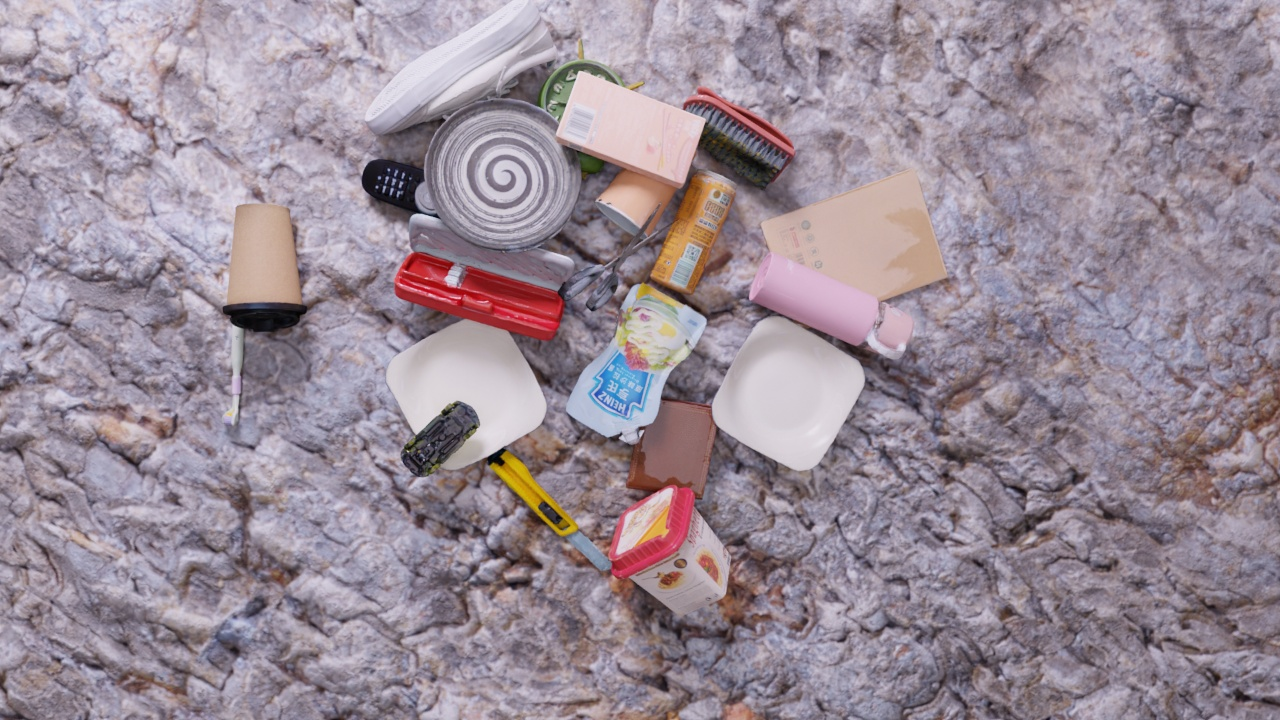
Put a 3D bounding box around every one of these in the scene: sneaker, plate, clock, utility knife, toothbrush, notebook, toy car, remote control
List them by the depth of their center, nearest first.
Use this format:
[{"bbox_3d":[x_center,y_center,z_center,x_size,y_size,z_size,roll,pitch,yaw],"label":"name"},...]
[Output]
[{"bbox_3d":[-0.157,-0.211,1.058,0.179,0.024,0.179,1,87,-9],"label":"plate"},{"bbox_3d":[-0.207,-0.323,1.081,0.242,0.089,0.091,-29,128,11],"label":"sneaker"},{"bbox_3d":[-0.076,-0.289,1.100,0.116,0.056,0.161,32,93,-5],"label":"clock"},{"bbox_3d":[-0.240,0.094,1.102,0.105,0.032,0.048,-45,96,-10],"label":"toy car"},{"bbox_3d":[-0.268,-0.205,1.111,0.136,0.024,0.053,18,92,-6],"label":"remote control"},{"bbox_3d":[-0.493,-0.015,1.117,0.020,0.029,0.189,2,95,-46],"label":"toothbrush"},{"bbox_3d":[-0.212,0.038,1.131,0.163,0.034,0.164,-28,96,-1],"label":"plate"},{"bbox_3d":[0.182,0.041,1.155,0.164,0.034,0.163,30,91,-8],"label":"plate"},{"bbox_3d":[0.271,-0.139,1.160,0.207,0.008,0.148,-20,97,-2],"label":"notebook"},{"bbox_3d":[-0.112,0.190,1.161,0.033,0.015,0.223,-44,97,3],"label":"utility knife"}]

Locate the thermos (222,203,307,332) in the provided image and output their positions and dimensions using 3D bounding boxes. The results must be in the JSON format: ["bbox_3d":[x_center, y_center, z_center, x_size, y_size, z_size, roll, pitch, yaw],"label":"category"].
[{"bbox_3d":[-0.443,-0.108,1.081,0.093,0.093,0.143,-3,87,-4],"label":"thermos"}]

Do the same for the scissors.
[{"bbox_3d":[-0.028,-0.117,1.081,0.159,0.182,0.014,-25,67,-41],"label":"scissors"}]

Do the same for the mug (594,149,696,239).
[{"bbox_3d":[0.010,-0.217,1.106,0.078,0.078,0.122,34,87,-6],"label":"mug"}]

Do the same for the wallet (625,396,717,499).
[{"bbox_3d":[0.040,0.109,1.157,0.101,0.032,0.124,10,93,-2],"label":"wallet"}]

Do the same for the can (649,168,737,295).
[{"bbox_3d":[0.065,-0.156,1.120,0.058,0.058,0.146,23,93,-5],"label":"can"}]

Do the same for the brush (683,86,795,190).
[{"bbox_3d":[0.116,-0.276,1.116,0.146,0.063,0.069,33,62,-4],"label":"brush"}]

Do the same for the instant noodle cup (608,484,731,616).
[{"bbox_3d":[0.042,0.237,1.123,0.117,0.116,0.124,-33,111,28],"label":"instant noodle cup"}]

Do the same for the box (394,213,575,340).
[{"bbox_3d":[-0.182,-0.108,1.086,0.201,0.095,0.101,16,129,-6],"label":"box"}]

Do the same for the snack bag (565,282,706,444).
[{"bbox_3d":[-0.007,0.007,1.132,0.110,0.039,0.191,30,91,9],"label":"snack bag"}]

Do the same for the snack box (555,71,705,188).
[{"bbox_3d":[-0.011,-0.265,1.057,0.157,0.026,0.084,20,83,-6],"label":"snack box"}]

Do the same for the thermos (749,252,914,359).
[{"bbox_3d":[0.234,-0.060,1.119,0.198,0.087,0.067,24,125,-5],"label":"thermos"}]
